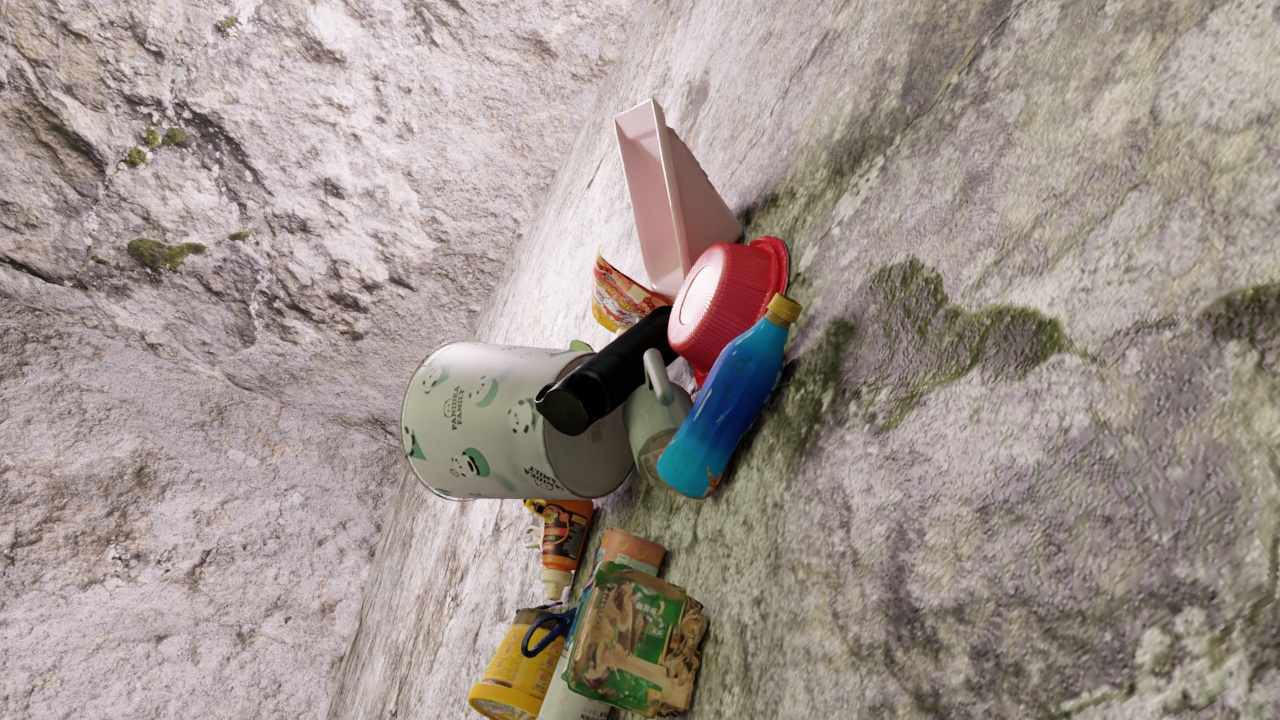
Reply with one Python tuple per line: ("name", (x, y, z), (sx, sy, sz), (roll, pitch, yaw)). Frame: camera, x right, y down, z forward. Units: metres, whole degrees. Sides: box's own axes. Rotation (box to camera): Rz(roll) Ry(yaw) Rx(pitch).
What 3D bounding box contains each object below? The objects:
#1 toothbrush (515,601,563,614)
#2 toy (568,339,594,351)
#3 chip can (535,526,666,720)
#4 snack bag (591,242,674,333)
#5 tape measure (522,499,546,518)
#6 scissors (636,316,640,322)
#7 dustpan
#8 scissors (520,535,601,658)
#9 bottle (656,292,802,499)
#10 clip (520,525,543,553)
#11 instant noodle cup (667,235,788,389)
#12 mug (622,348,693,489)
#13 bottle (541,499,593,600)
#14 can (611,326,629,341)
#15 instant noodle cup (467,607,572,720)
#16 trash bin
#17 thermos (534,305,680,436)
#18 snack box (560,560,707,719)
("toothbrush", (-0.144, 0.351, 1.287), (0.189, 0.014, 0.016), (-36, 41, 58))
("toy", (-0.105, 0.085, 1.382), (0.247, 0.089, 0.226), (-54, 40, 35))
("chip can", (-0.039, 0.285, 0.957), (0.071, 0.071, 0.214), (-15, 53, 69))
("snack bag", (-0.020, -0.090, 1.272), (0.073, 0.128, 0.208), (-49, 0, -10))
("tape measure", (-0.140, 0.222, 1.369), (0.057, 0.060, 0.029), (26, 95, 45))
("scissors", (-0.009, 0.007, 1.225), (0.134, 0.017, 0.133), (-6, 81, 33))
("dustpan", (0.017, -0.188, 1.200), (0.138, 0.273, 0.222), (-41, 13, -4))
("scissors", (-0.063, 0.278, 0.993), (0.012, 0.162, 0.176), (10, 102, 44))
("bottle", (0.092, 0.034, 0.904), (0.219, 0.065, 0.065), (-61, 17, 16))
("clip", (-0.144, 0.270, 1.370), (0.100, 0.034, 0.070), (-17, 50, 57))
("instant noodle cup", (0.089, -0.063, 1.046), (0.194, 0.066, 0.193), (-56, 18, 29))
("mug", (0.025, 0.064, 0.999), (0.103, 0.083, 0.124), (-107, 8, -62))
("bottle", (-0.104, 0.247, 1.232), (0.067, 0.066, 0.149), (-36, 41, 60))
("can", (-0.023, 0.016, 1.290), (0.059, 0.058, 0.116), (-33, 36, 61))
("instant noodle cup", (-0.119, 0.354, 1.043), (0.119, 0.118, 0.114), (-42, 21, 53))
("trash bin", (-0.149, 0.080, 1.206), (0.252, 0.229, 0.229), (-2, 62, 41))
("thermos", (-0.031, 0.005, 1.090), (0.241, 0.090, 0.068), (-36, -49, -50))
("snack box", (-0.017, 0.265, 0.846), (0.106, 0.117, 0.118), (-46, 23, 59))
